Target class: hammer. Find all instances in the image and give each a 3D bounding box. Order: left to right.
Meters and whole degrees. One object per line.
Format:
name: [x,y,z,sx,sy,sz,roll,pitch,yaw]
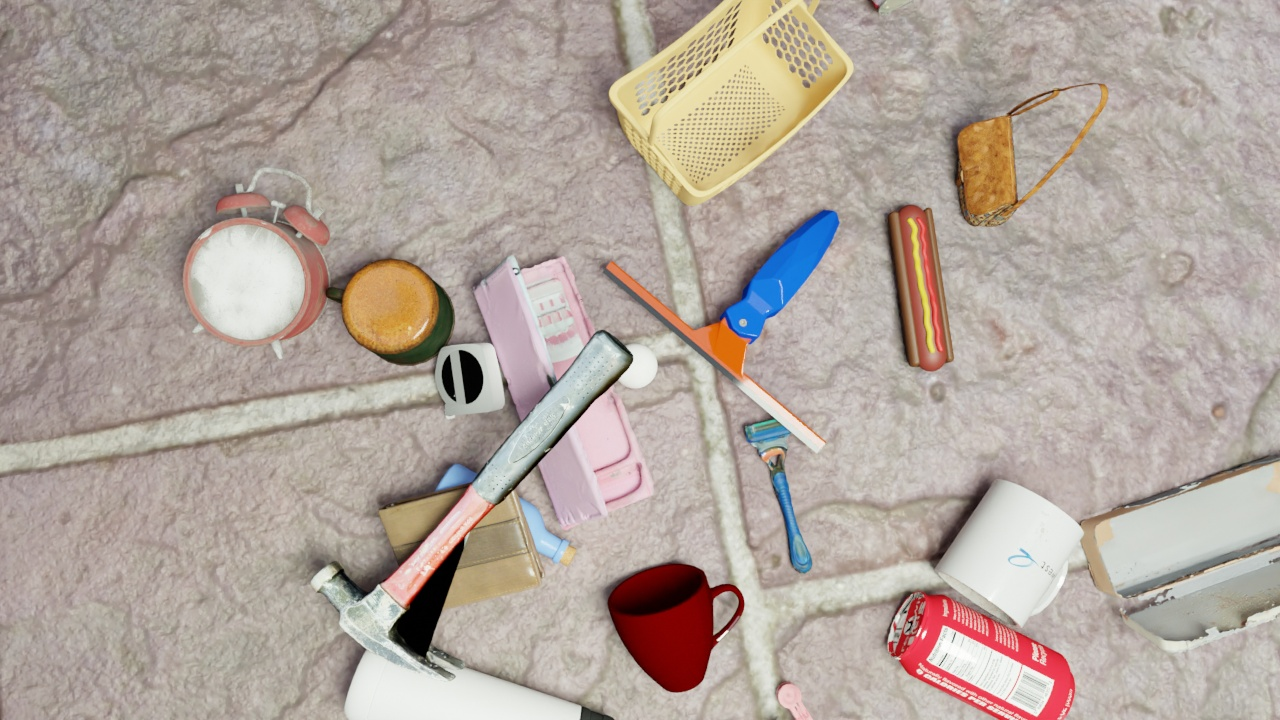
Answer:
hammer: [-0.117,0.113,0.728,0.140,0.036,0.326,42,100,4]

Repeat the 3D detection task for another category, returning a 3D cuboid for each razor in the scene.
razor: [0.129,0.123,0.826,0.044,0.018,0.141,-13,88,-4]

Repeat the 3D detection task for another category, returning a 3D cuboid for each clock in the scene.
clock: [-0.327,-0.088,0.804,0.110,0.062,0.157,17,97,-1]

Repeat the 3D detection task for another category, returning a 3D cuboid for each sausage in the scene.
sausage: [0.256,-0.067,0.840,0.040,0.040,0.155,-6,84,-3]

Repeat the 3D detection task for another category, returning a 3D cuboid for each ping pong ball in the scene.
ping pong ball: [-0.005,0.005,0.821,0.040,0.040,0.040,0,84,-2]

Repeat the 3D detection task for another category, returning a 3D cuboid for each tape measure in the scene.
tape measure: [-0.152,0.017,0.810,0.064,0.016,0.065,-7,92,31]

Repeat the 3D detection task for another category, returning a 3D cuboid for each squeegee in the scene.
squeegee: [0.121,-0.069,0.828,0.249,0.055,0.184,40,73,2]

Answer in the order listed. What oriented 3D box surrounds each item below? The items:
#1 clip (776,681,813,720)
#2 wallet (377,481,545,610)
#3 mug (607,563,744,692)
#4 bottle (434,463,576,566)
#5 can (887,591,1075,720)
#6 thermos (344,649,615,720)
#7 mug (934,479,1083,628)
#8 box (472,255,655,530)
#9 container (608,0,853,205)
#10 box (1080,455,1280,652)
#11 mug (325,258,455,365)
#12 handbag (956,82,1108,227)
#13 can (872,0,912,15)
clip: [0.140,0.310,0.799,0.023,0.044,0.060,-31,100,-9]
wallet: [-0.149,0.154,0.768,0.121,0.027,0.099,-16,99,12]
mug: [0.038,0.230,0.784,0.114,0.087,0.088,-18,102,-10]
bottle: [-0.116,0.141,0.799,0.131,0.048,0.048,29,83,1]
can: [0.292,0.259,0.789,0.142,0.074,0.074,27,83,1]
thermos: [-0.132,0.317,0.774,0.230,0.068,0.101,18,96,-1]
mug: [0.331,0.177,0.804,0.119,0.083,0.096,40,83,-26]
box: [-0.068,0.024,0.784,0.099,0.107,0.232,-19,85,-5]
container: [0.080,-0.233,0.786,0.183,0.167,0.129,-40,87,-6]
box: [0.515,0.163,0.799,0.217,0.096,0.114,-18,81,-5]
mug: [-0.223,-0.045,0.797,0.111,0.081,0.085,16,83,-1]
handbag: [0.323,-0.180,0.776,0.043,0.196,0.093,1,81,-9]
can: [0.227,-0.397,0.859,0.066,0.067,0.124,-24,86,-5]
